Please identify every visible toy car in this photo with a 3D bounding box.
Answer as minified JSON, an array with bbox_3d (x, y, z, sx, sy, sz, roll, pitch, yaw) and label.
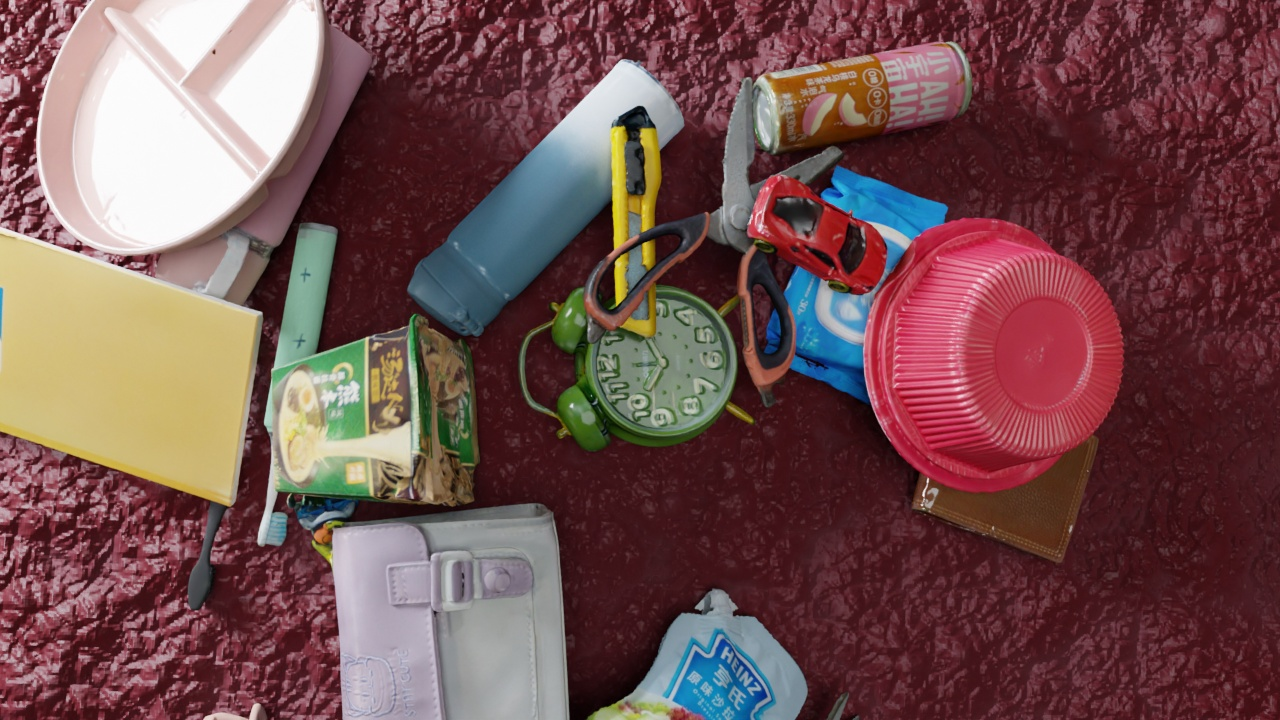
[{"bbox_3d":[0.121,-0.081,0.604,0.106,0.031,0.049,26,79,-21],"label":"toy car"}]

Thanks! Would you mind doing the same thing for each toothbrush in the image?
[{"bbox_3d":[-0.239,0.016,0.629,0.027,0.026,0.224,10,86,-25],"label":"toothbrush"},{"bbox_3d":[-0.285,0.076,0.631,0.014,0.018,0.189,10,83,-6],"label":"toothbrush"}]

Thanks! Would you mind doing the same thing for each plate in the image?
[{"bbox_3d":[-0.291,-0.172,0.587,0.230,0.028,0.229,-5,75,19],"label":"plate"}]

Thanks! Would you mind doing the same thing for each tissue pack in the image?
[{"bbox_3d":[0.156,-0.057,0.657,0.095,0.052,0.157,23,86,-4],"label":"tissue pack"}]

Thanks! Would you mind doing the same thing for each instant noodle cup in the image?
[{"bbox_3d":[0.249,-0.004,0.617,0.193,0.066,0.194,0,90,-15],"label":"instant noodle cup"}]

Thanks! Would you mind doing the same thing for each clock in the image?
[{"bbox_3d":[-0.004,0.004,0.637,0.161,0.056,0.116,-4,87,-6],"label":"clock"}]

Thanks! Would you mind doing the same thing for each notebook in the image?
[{"bbox_3d":[-0.350,0.003,0.589,0.206,0.010,0.146,18,112,0],"label":"notebook"}]

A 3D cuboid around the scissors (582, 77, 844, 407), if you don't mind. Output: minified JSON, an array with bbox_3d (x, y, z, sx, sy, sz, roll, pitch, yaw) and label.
[{"bbox_3d":[0.053,-0.078,0.604,0.188,0.015,0.222,-1,89,-19],"label":"scissors"}]

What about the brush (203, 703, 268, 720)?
[{"bbox_3d":[-0.256,0.300,0.599,0.073,0.063,0.145,-18,88,-2],"label":"brush"}]

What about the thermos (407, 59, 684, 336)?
[{"bbox_3d":[-0.067,-0.110,0.632,0.070,0.070,0.220,45,85,-2],"label":"thermos"}]

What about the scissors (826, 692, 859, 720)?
[{"bbox_3d":[0.091,0.296,0.611,0.178,0.019,0.173,32,82,-46],"label":"scissors"}]

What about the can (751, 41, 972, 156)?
[{"bbox_3d":[0.157,-0.188,0.659,0.147,0.058,0.058,-12,89,-6],"label":"can"}]

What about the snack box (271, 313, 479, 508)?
[{"bbox_3d":[-0.173,0.040,0.594,0.106,0.118,0.117,-6,79,5],"label":"snack box"}]

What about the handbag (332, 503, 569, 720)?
[{"bbox_3d":[-0.122,0.197,0.594,0.145,0.098,0.197,-4,87,-10],"label":"handbag"}]

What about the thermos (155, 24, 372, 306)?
[{"bbox_3d":[-0.248,-0.130,0.606,0.067,0.087,0.198,29,83,-35],"label":"thermos"}]

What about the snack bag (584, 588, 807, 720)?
[{"bbox_3d":[0.031,0.243,0.606,0.110,0.039,0.190,47,55,8],"label":"snack bag"}]

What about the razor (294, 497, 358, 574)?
[{"bbox_3d":[-0.199,0.160,0.630,0.042,0.022,0.142,-17,90,-5],"label":"razor"}]

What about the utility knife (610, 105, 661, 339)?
[{"bbox_3d":[-0.001,-0.091,0.601,0.033,0.015,0.154,-2,91,-8],"label":"utility knife"}]

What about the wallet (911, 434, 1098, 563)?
[{"bbox_3d":[0.266,0.082,0.675,0.124,0.032,0.101,20,83,-5],"label":"wallet"}]
